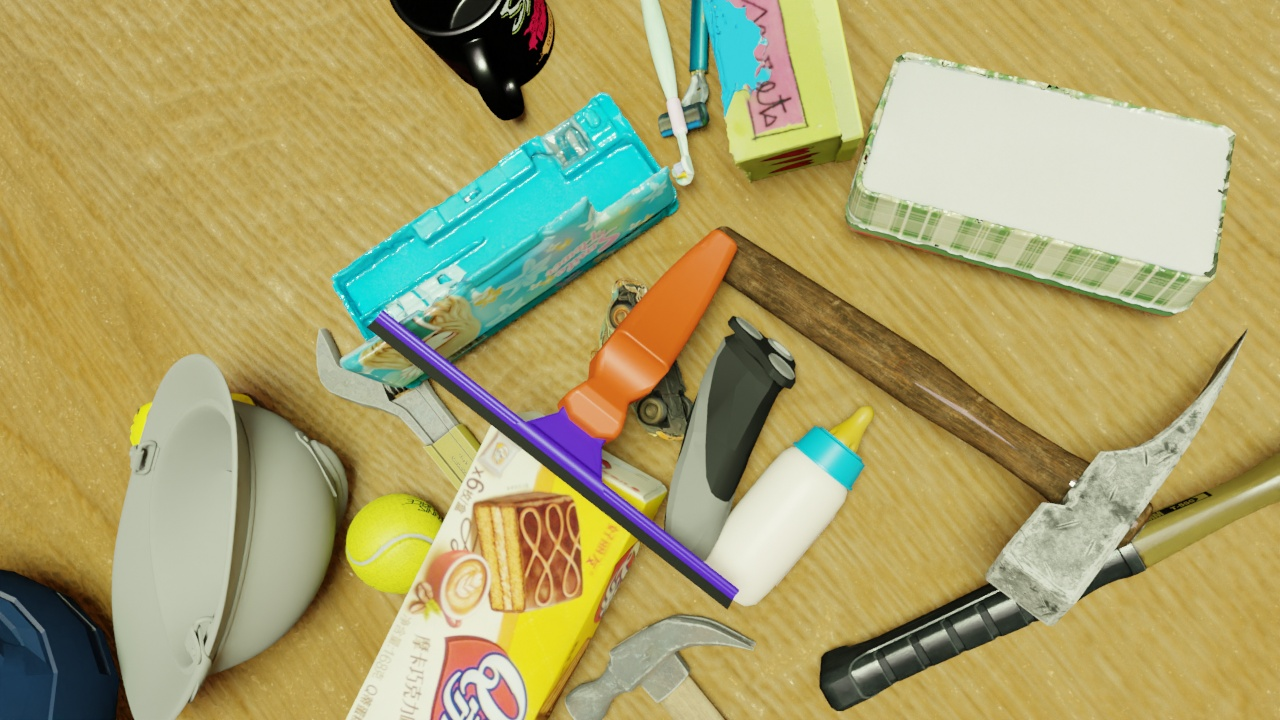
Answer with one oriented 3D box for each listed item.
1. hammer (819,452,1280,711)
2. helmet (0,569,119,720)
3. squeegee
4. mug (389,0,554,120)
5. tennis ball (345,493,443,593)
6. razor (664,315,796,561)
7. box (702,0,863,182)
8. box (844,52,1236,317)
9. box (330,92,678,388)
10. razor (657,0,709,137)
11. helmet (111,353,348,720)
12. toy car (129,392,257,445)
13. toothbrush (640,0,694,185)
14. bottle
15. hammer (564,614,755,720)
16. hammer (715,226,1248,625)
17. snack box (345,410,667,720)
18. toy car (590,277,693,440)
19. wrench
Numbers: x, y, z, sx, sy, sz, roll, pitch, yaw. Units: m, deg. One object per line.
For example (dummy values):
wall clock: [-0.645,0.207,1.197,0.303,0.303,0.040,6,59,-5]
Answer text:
hammer: [0.253,0.119,0.524,0.333,0.117,0.025,-30,86,13]
helmet: [-0.470,0.228,0.591,0.222,0.233,0.272,-31,75,-32]
squeegee: [0.000,-0.006,0.543,0.249,0.055,0.184,39,71,-4]
mug: [-0.104,-0.218,0.606,0.082,0.098,0.118,-17,84,9]
tennis ball: [-0.162,0.122,0.614,0.065,0.065,0.065,-1,86,10]
razor: [0.051,0.052,0.571,0.057,0.060,0.156,31,82,-29]
box: [0.074,-0.224,0.548,0.081,0.124,0.221,-14,91,12]
box: [0.236,-0.108,0.549,0.205,0.049,0.117,16,67,9]
box: [-0.094,-0.083,0.576,0.227,0.121,0.098,-34,82,2]
razor: [0.038,-0.223,0.621,0.042,0.022,0.144,-1,81,46]
helmet: [-0.260,0.121,0.611,0.183,0.117,0.272,49,122,36]
toy car: [-0.326,0.050,0.668,0.107,0.030,0.049,-7,86,11]
toothbrush: [0.017,-0.186,0.608,0.015,0.022,0.154,-5,69,-13]
bottle: [0.098,0.086,0.575,0.051,0.051,0.146,40,94,10]
hammer: [0.098,0.301,0.566,0.119,0.030,0.331,-42,76,5]
hammer: [0.181,-0.017,0.558,0.300,0.037,0.217,38,64,25]
snack box: [-0.084,0.157,0.581,0.110,0.061,0.230,28,96,12]
toy car: [-0.003,0.004,0.602,0.047,0.047,0.112,-24,76,31]
wrench: [-0.127,0.069,0.635,0.084,0.018,0.273,-41,81,6]
